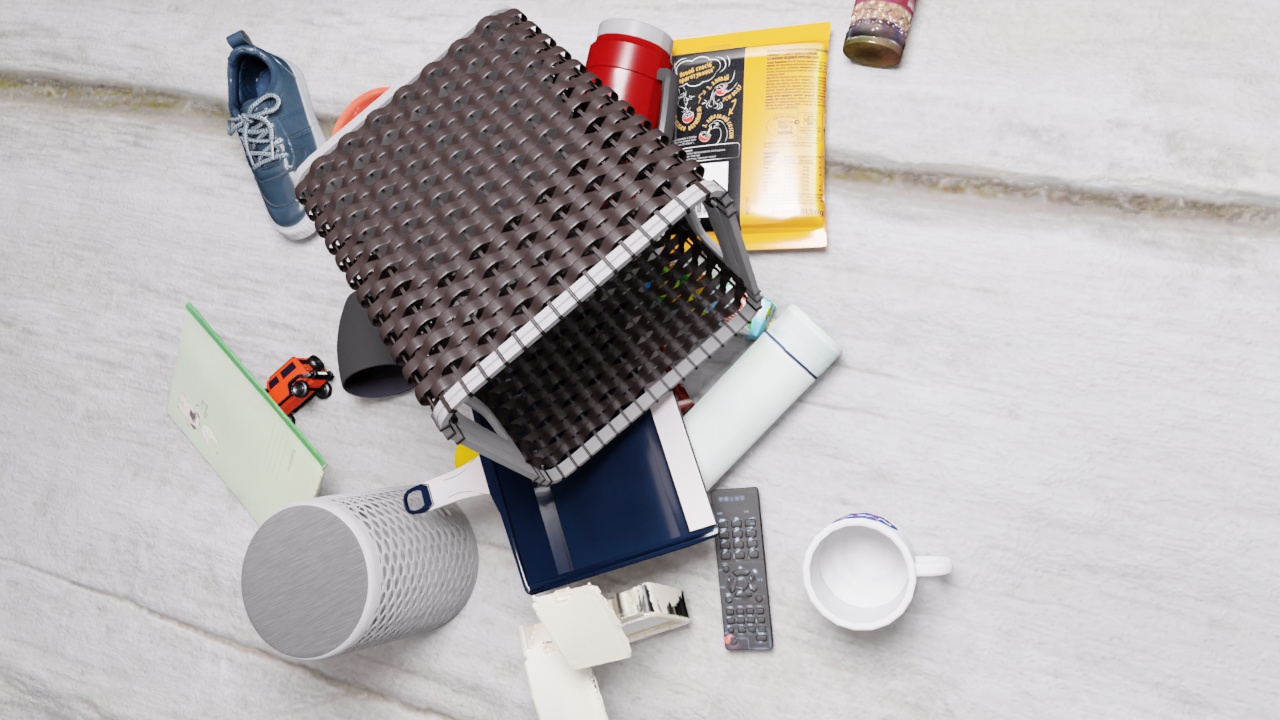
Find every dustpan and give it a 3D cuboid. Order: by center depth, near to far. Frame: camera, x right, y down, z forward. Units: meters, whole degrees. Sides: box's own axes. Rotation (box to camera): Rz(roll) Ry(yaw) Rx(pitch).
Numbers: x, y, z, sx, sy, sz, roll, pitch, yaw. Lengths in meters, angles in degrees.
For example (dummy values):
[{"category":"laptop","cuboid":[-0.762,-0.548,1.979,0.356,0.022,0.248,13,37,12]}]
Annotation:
[{"category":"dustpan","cuboid":[-0.096,0.091,0.850,0.274,0.080,0.236,-23,78,27]}]

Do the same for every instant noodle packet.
[{"category":"instant noodle packet","cuboid":[0.103,-0.216,0.897,0.160,0.032,0.220,0,85,19]}]

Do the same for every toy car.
[{"category":"toy car","cuboid":[-0.389,0.036,1.016,0.100,0.051,0.049,-39,78,10]}]

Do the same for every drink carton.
[{"category":"drink carton","cuboid":[0.068,-0.059,0.889,0.129,0.038,0.044,24,92,18]}]

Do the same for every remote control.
[{"category":"remote control","cuboid":[0.097,0.195,0.867,0.047,0.022,0.150,-6,85,16]}]

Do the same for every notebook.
[{"category":"notebook","cuboid":[-0.436,0.081,1.001,0.252,0.010,0.182,44,128,16]}]

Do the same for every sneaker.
[{"category":"sneaker","cuboid":[-0.414,-0.254,1.032,0.089,0.087,0.235,-20,79,14]}]

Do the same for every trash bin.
[{"category":"trash bin","cuboid":[-0.270,0.202,0.893,0.157,0.183,0.156,-2,84,17]}]

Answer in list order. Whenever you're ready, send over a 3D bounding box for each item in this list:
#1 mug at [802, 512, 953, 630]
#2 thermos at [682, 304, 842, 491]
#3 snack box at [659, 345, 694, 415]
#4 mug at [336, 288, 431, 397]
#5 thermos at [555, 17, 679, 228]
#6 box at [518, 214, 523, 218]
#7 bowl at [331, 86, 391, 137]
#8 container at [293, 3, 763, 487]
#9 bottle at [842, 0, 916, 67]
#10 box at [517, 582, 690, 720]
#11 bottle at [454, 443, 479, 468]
[{"category":"mug","cuboid":[0.207,0.180,0.796,0.121,0.090,0.091,-5,83,17]},{"category":"thermos","cuboid":[0.087,0.050,0.859,0.068,0.068,0.230,45,99,16]},{"category":"snack box","cuboid":[-0.005,0.005,0.889,0.072,0.072,0.121,-29,76,12]},{"category":"mug","cuboid":[-0.262,-0.025,0.975,0.118,0.085,0.100,-9,67,-14]},{"category":"thermos","cuboid":[-0.017,-0.226,0.905,0.108,0.083,0.198,14,91,35]},{"category":"box","cuboid":[-0.196,-0.188,0.931,0.129,0.087,0.157,-35,102,3]},{"category":"bowl","cuboid":[-0.273,-0.231,1.008,0.131,0.045,0.130,-2,84,17]},{"category":"container","cuboid":[-0.085,-0.086,0.735,0.245,0.247,0.243,-40,68,0]},{"category":"bottle","cuboid":[0.229,-0.335,0.857,0.056,0.056,0.105,14,89,18]},{"category":"box","cuboid":[-0.044,0.265,0.804,0.144,0.187,0.105,-25,63,19]},{"category":"bottle","cuboid":[-0.114,0.103,0.928,0.144,0.043,0.043,3,86,17]}]
